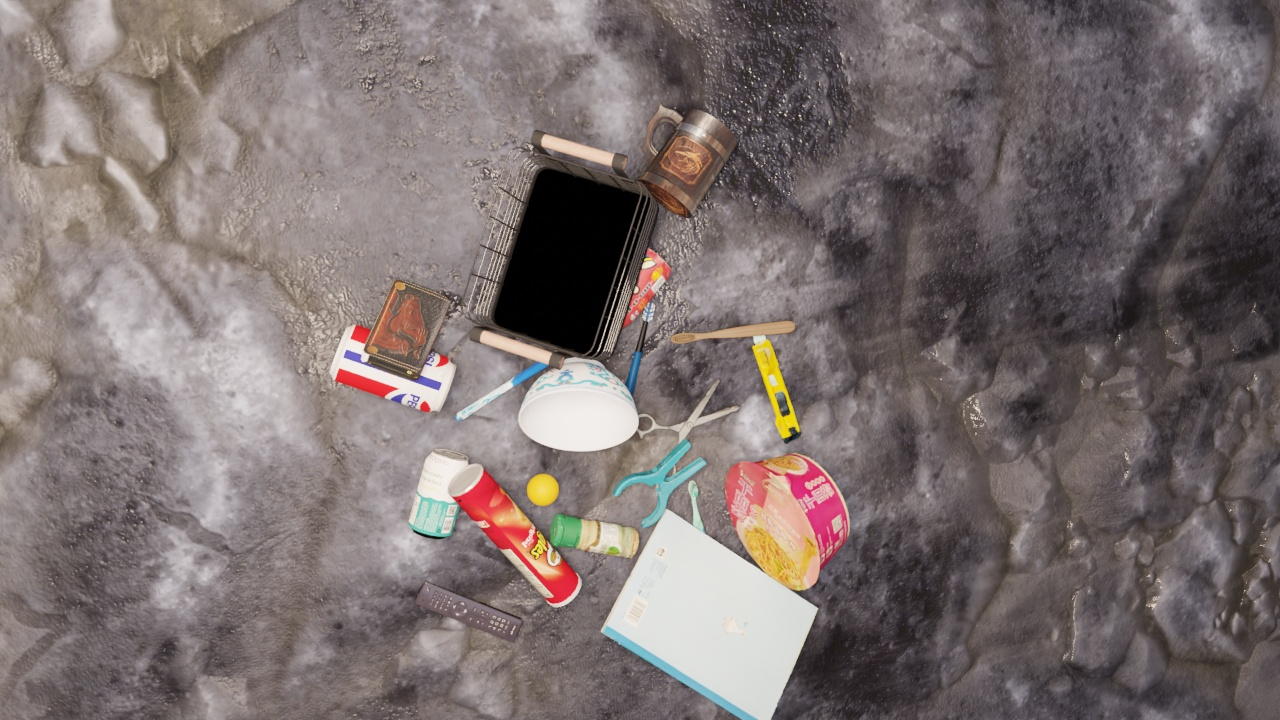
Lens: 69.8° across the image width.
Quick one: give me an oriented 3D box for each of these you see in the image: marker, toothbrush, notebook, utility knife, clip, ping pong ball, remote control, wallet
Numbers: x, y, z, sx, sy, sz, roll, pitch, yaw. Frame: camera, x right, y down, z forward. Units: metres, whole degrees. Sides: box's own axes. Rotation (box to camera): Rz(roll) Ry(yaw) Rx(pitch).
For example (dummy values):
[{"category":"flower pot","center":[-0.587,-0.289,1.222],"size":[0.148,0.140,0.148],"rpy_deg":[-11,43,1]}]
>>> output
[{"category":"marker","center":[-0.169,0.035,1.142],"size":[0.141,0.013,0.013],"rpy_deg":[-33,103,-7]},{"category":"toothbrush","center":[0.122,-0.036,1.195],"size":[0.166,0.016,0.016],"rpy_deg":[-6,93,-9]},{"category":"toothbrush","center":[-0.007,0.007,1.177],"size":[0.014,0.014,0.168],"rpy_deg":[14,93,-4]},{"category":"notebook","center":[0.095,0.335,1.184],"size":[0.253,0.009,0.180],"rpy_deg":[35,65,-8]},{"category":"toothbrush","center":[0.077,0.226,1.221],"size":[0.022,0.017,0.135],"rpy_deg":[-8,98,-8]},{"category":"utility knife","center":[0.178,0.034,1.225],"size":[0.030,0.017,0.165],"rpy_deg":[-23,98,-15]},{"category":"clip","center":[0.034,0.174,1.191],"size":[0.130,0.031,0.121],"rpy_deg":[-20,96,-4]},{"category":"ping pong ball","center":[-0.123,0.163,1.154],"size":[0.040,0.040,0.040],"rpy_deg":[-2,97,-14]},{"category":"remote control","center":[-0.217,0.317,1.163],"size":[0.136,0.015,0.032],"rpy_deg":[26,90,-13]},{"category":"wallet","center":[-0.271,-0.036,1.063],"size":[0.072,0.020,0.122],"rpy_deg":[20,47,-11]}]

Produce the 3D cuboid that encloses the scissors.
[{"category":"scissors","center":[0.059,0.101,1.205],"size":[0.141,0.014,0.162],"rpy_deg":[2,97,-10]}]

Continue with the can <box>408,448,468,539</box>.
[{"category":"can","center":[-0.244,0.162,1.117],"size":[0.055,0.055,0.101],"rpy_deg":[15,93,-15]}]

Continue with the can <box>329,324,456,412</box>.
[{"category":"can","center":[-0.290,0.011,1.080],"size":[0.132,0.070,0.070],"rpy_deg":[21,91,-15]}]

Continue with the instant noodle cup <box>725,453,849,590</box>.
[{"category":"instant noodle cup","center":[0.194,0.196,1.177],"size":[0.077,0.179,0.179],"rpy_deg":[-25,102,-26]}]

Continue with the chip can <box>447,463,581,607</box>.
[{"category":"chip can","center":[-0.151,0.215,1.120],"size":[0.051,0.052,0.215],"rpy_deg":[-39,118,-7]}]

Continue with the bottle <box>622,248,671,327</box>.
[{"category":"bottle","center":[-0.026,-0.077,1.138],"size":[0.062,0.062,0.137],"rpy_deg":[40,85,-15]}]

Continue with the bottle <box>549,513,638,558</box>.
[{"category":"bottle","center":[-0.059,0.226,1.177],"size":[0.111,0.043,0.043],"rpy_deg":[13,93,-16]}]

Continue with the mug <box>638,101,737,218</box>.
[{"category":"mug","center":[0.045,-0.252,1.133],"size":[0.116,0.080,0.107],"rpy_deg":[33,87,11]}]

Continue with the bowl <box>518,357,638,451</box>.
[{"category":"bowl","center":[-0.074,0.044,1.122],"size":[0.144,0.144,0.074],"rpy_deg":[10,54,-15]}]

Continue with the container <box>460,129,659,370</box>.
[{"category":"container","center":[-0.091,-0.119,1.052],"size":[0.163,0.130,0.241],"rpy_deg":[18,92,10]}]
